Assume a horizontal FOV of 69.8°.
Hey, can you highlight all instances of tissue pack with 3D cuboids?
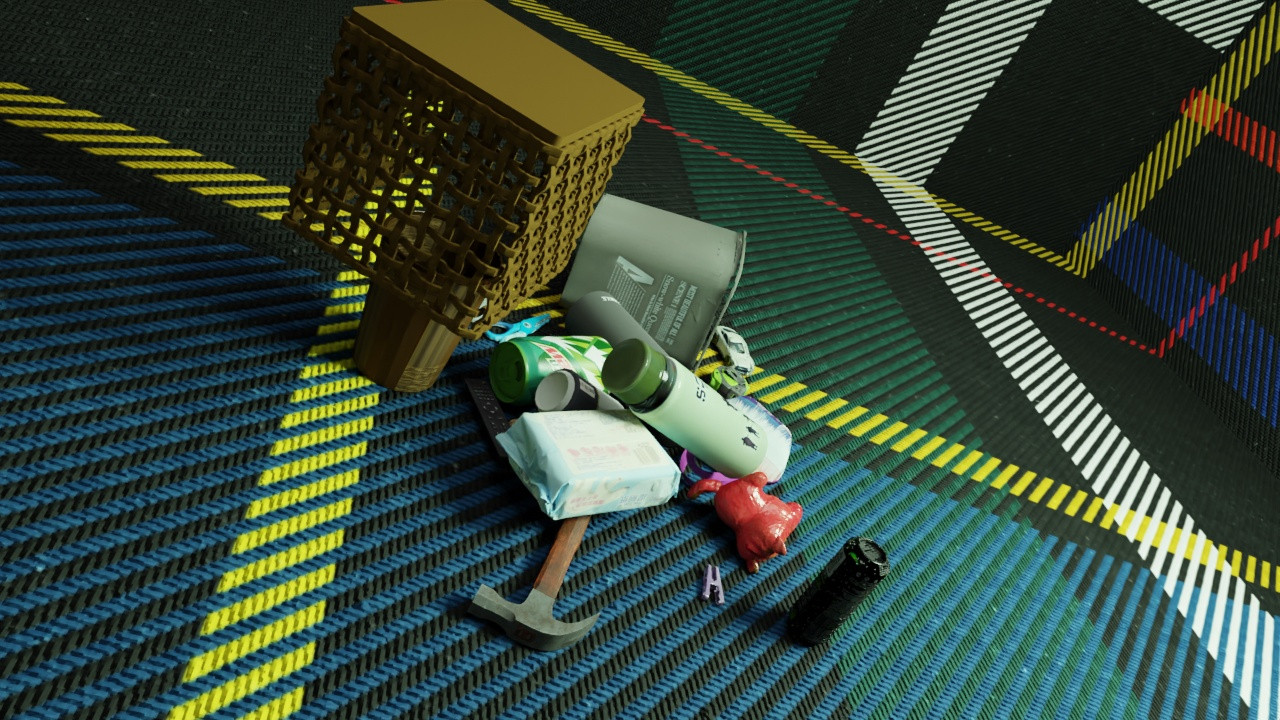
[{"bbox_3d":[-0.055,0.109,0.975,0.181,0.070,0.112,-1,40,-39],"label":"tissue pack"}]

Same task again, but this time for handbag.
[{"bbox_3d":[0.112,0.117,1.190,0.144,0.068,0.169,42,37,18],"label":"handbag"}]

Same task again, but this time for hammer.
[{"bbox_3d":[-0.072,0.180,0.945,0.111,0.028,0.299,28,28,-2],"label":"hammer"}]

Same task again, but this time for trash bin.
[{"bbox_3d":[0.015,-0.124,1.351,0.220,0.198,0.197,22,31,-3],"label":"trash bin"}]

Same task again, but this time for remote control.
[{"bbox_3d":[-0.169,0.068,1.044,0.032,0.015,0.136,7,34,-36],"label":"remote control"}]

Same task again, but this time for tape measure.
[{"bbox_3d":[0.131,0.033,1.356,0.058,0.036,0.065,35,29,9],"label":"tape measure"}]

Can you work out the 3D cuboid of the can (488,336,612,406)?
[{"bbox_3d":[-0.105,0.012,1.121,0.143,0.083,0.083,-2,42,-44],"label":"can"}]

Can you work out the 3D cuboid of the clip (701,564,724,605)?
[{"bbox_3d":[0.073,0.243,0.996,0.041,0.014,0.052,7,39,-32],"label":"clip"}]

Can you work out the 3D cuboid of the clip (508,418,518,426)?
[{"bbox_3d":[-0.122,0.085,1.055,0.060,0.024,0.039,3,36,-29],"label":"clip"}]

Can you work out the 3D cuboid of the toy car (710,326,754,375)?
[{"bbox_3d":[0.149,-0.019,1.460,0.048,0.033,0.105,14,34,-31],"label":"toy car"}]

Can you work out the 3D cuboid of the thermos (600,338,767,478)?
[{"bbox_3d":[0.048,0.056,1.046,0.231,0.082,0.082,36,20,-38],"label":"thermos"}]

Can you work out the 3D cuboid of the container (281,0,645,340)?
[{"bbox_3d":[-0.165,-0.202,0.911,0.219,0.215,0.250,32,29,3],"label":"container"}]

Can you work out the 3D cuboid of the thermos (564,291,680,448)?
[{"bbox_3d":[-0.007,0.007,1.194,0.082,0.082,0.240,3,33,-40],"label":"thermos"}]

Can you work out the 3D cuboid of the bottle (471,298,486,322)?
[{"bbox_3d":[-0.246,-0.122,1.233,0.053,0.053,0.186,4,38,-39],"label":"bottle"}]

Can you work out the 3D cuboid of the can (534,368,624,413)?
[{"bbox_3d":[-0.063,0.062,1.070,0.127,0.064,0.064,38,17,-44],"label":"can"}]

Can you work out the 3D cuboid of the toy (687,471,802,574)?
[{"bbox_3d":[0.118,0.182,1.069,0.133,0.088,0.093,29,40,0],"label":"toy"}]

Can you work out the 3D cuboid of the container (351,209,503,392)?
[{"bbox_3d":[-0.245,-0.060,1.016,0.132,0.168,0.132,23,30,-14],"label":"container"}]

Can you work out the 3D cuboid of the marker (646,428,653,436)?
[{"bbox_3d":[-0.047,0.076,1.141,0.145,0.019,0.019,16,32,-25],"label":"marker"}]

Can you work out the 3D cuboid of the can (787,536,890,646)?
[{"bbox_3d":[0.211,0.248,0.983,0.054,0.138,0.053,22,30,-14],"label":"can"}]

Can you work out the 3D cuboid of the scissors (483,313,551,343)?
[{"bbox_3d":[-0.157,-0.043,1.235,0.066,0.015,0.134,35,32,13],"label":"scissors"}]
